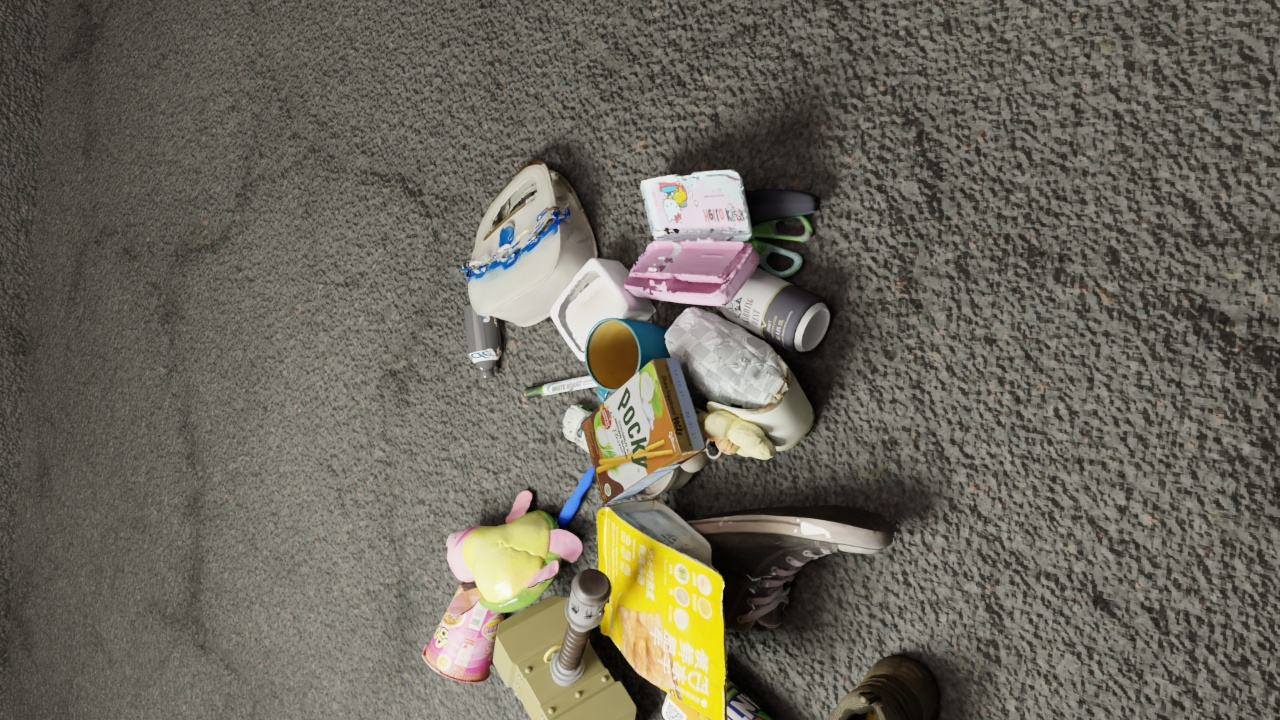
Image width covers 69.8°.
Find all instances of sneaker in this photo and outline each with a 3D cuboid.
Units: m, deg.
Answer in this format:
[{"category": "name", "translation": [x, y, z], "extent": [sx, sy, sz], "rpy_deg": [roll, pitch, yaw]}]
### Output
[{"category": "sneaker", "translation": [0.207, 0.406, 0.863], "extent": [0.101, 0.142, 0.238], "rpy_deg": [18, 100, 36]}, {"category": "sneaker", "translation": [0.155, 0.213, 0.943], "extent": [0.235, 0.095, 0.120], "rpy_deg": [-12, 84, 35]}]

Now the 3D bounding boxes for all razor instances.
[{"category": "razor", "translation": [0.127, -0.172, 0.997], "extent": [0.143, 0.047, 0.052], "rpy_deg": [4, 97, 36]}]

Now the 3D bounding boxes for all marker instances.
[{"category": "marker", "translation": [-0.095, 0.032, 1.189], "extent": [0.147, 0.017, 0.017], "rpy_deg": [-12, 81, 37]}]

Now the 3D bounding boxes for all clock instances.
[{"category": "clock", "translation": [0.037, 0.104, 1.058], "extent": [0.157, 0.061, 0.103], "rpy_deg": [-9, 83, 45]}]

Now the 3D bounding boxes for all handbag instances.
[{"category": "handbag", "translation": [0.091, 0.029, 0.978], "extent": [0.123, 0.112, 0.171], "rpy_deg": [-49, 55, -3]}, {"category": "handbag", "translation": [-0.156, -0.161, 1.202], "extent": [0.201, 0.092, 0.199], "rpy_deg": [-31, 63, 34]}]

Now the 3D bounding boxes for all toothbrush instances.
[{"category": "toothbrush", "translation": [-0.072, 0.159, 1.147], "extent": [0.016, 0.018, 0.183], "rpy_deg": [25, 124, -6]}]

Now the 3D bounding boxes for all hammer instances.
[{"category": "hammer", "translation": [-0.073, 0.317, 1.014], "extent": [0.190, 0.100, 0.326], "rpy_deg": [53, 149, 26]}]

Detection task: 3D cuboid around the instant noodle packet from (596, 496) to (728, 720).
[{"category": "instant noodle packet", "translation": [0.035, 0.259, 0.973], "extent": [0.222, 0.084, 0.163], "rpy_deg": [-156, 64, -62]}]

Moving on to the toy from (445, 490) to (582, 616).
[{"category": "toy", "translation": [-0.172, 0.256, 1.185], "extent": [0.239, 0.088, 0.189], "rpy_deg": [-8, 45, 42]}]

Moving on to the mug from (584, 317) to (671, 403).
[{"category": "mug", "translation": [-0.006, 0.006, 1.066], "extent": [0.084, 0.104, 0.112], "rpy_deg": [39, 114, 32]}]

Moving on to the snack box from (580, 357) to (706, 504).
[{"category": "snack box", "translation": [-0.002, 0.081, 1.000], "extent": [0.186, 0.031, 0.101], "rpy_deg": [-42, 60, 53]}]

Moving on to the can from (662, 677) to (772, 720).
[{"category": "can", "translation": [0.096, 0.399, 0.990], "extent": [0.142, 0.079, 0.079], "rpy_deg": [36, 110, 33]}]

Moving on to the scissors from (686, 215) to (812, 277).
[{"category": "scissors", "translation": [0.117, -0.148, 1.033], "extent": [0.176, 0.032, 0.078], "rpy_deg": [25, 99, 35]}]

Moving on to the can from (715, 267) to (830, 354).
[{"category": "can", "translation": [0.136, -0.059, 0.981], "extent": [0.127, 0.064, 0.064], "rpy_deg": [31, 107, 34]}]

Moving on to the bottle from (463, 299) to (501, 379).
[{"category": "bottle", "translation": [-0.217, -0.030, 1.267], "extent": [0.047, 0.046, 0.112], "rpy_deg": [-14, 81, 37]}]

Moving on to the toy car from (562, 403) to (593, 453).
[{"category": "toy car", "translation": [-0.061, 0.093, 1.152], "extent": [0.105, 0.033, 0.048], "rpy_deg": [31, 109, 36]}]

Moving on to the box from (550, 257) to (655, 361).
[{"category": "box", "translation": [-0.054, -0.059, 1.124], "extent": [0.107, 0.076, 0.102], "rpy_deg": [-50, 60, 28]}]

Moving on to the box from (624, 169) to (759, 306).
[{"category": "box", "translation": [0.057, -0.131, 1.011], "extent": [0.202, 0.073, 0.150], "rpy_deg": [14, 92, 59]}]

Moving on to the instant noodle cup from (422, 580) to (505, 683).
[{"category": "instant noodle cup", "translation": [-0.230, 0.362, 1.244], "extent": [0.098, 0.097, 0.108], "rpy_deg": [26, 96, 35]}]
